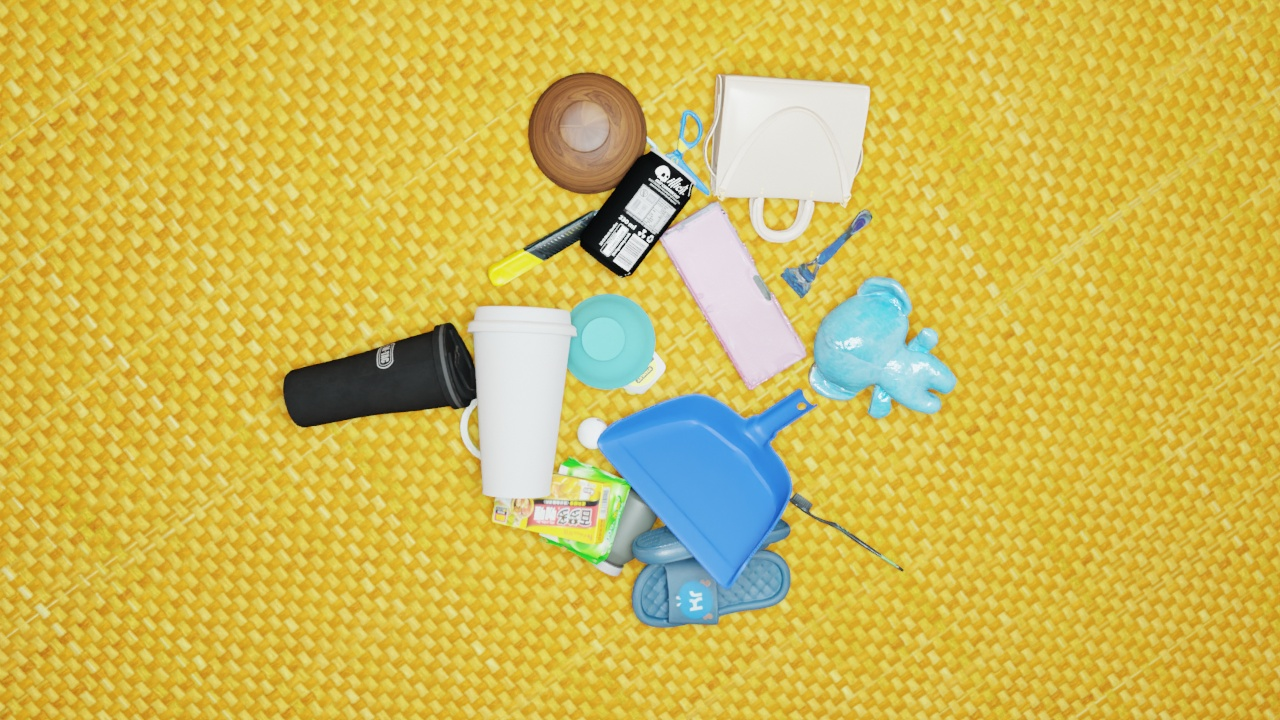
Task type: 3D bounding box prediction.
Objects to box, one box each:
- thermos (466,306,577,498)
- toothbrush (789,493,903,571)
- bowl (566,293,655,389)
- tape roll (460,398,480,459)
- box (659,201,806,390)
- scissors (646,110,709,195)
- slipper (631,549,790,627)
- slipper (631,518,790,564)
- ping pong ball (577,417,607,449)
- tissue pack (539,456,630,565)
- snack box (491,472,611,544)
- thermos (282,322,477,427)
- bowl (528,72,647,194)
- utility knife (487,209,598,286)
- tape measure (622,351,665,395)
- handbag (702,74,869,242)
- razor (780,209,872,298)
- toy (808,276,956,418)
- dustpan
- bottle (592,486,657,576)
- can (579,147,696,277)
[{"bbox_3d":[-0.145,0.049,1.104,0.131,0.131,0.222,2,90,-5],"label":"thermos"},{"bbox_3d":[0.278,0.231,1.227,0.188,0.014,0.017,33,86,-8],"label":"toothbrush"},{"bbox_3d":[-0.043,-0.025,1.142,0.121,0.046,0.121,0,87,5],"label":"bowl"},{"bbox_3d":[-0.182,0.084,1.172,0.094,0.019,0.094,-1,97,-4],"label":"tape roll"},{"bbox_3d":[0.117,-0.081,1.164,0.098,0.041,0.233,-30,98,-1],"label":"box"},{"bbox_3d":[0.036,-0.253,1.150,0.125,0.016,0.125,9,97,-1],"label":"scissors"},{"bbox_3d":[0.093,0.295,1.199,0.213,0.059,0.104,-8,95,-5],"label":"slipper"},{"bbox_3d":[0.093,0.229,1.150,0.213,0.104,0.059,-8,98,-22],"label":"slipper"},{"bbox_3d":[-0.060,0.093,1.171,0.040,0.040,0.040,0,97,-4],"label":"ping pong ball"},{"bbox_3d":[-0.072,0.188,1.159,0.100,0.034,0.114,17,89,28],"label":"tissue pack"},{"bbox_3d":[-0.112,0.178,1.144,0.152,0.025,0.075,7,87,26],"label":"snack box"},{"bbox_3d":[-0.315,0.025,1.119,0.218,0.105,0.106,-12,98,2],"label":"thermos"},{"bbox_3d":[-0.065,-0.277,1.106,0.147,0.069,0.147,0,96,0],"label":"bowl"},{"bbox_3d":[-0.102,-0.150,1.150,0.198,0.020,0.029,-29,121,-2],"label":"utility knife"},{"bbox_3d":[-0.007,0.007,1.177,0.064,0.017,0.065,-44,98,2],"label":"tape measure"},{"bbox_3d":[0.174,-0.244,1.130,0.194,0.101,0.198,2,109,-5],"label":"handbag"},{"bbox_3d":[0.244,-0.143,1.177,0.141,0.018,0.044,-44,97,2],"label":"razor"},{"bbox_3d":[0.309,-0.008,1.156,0.180,0.114,0.184,31,117,10],"label":"toy"},{"bbox_3d":[0.122,0.115,1.149,0.257,0.060,0.245,-29,62,-31],"label":"dustpan"},{"bbox_3d":[-0.021,0.219,1.180,0.060,0.060,0.108,28,94,-7],"label":"bottle"},{"bbox_3d":[-0.004,-0.178,1.117,0.080,0.080,0.146,37,97,-8],"label":"can"}]
